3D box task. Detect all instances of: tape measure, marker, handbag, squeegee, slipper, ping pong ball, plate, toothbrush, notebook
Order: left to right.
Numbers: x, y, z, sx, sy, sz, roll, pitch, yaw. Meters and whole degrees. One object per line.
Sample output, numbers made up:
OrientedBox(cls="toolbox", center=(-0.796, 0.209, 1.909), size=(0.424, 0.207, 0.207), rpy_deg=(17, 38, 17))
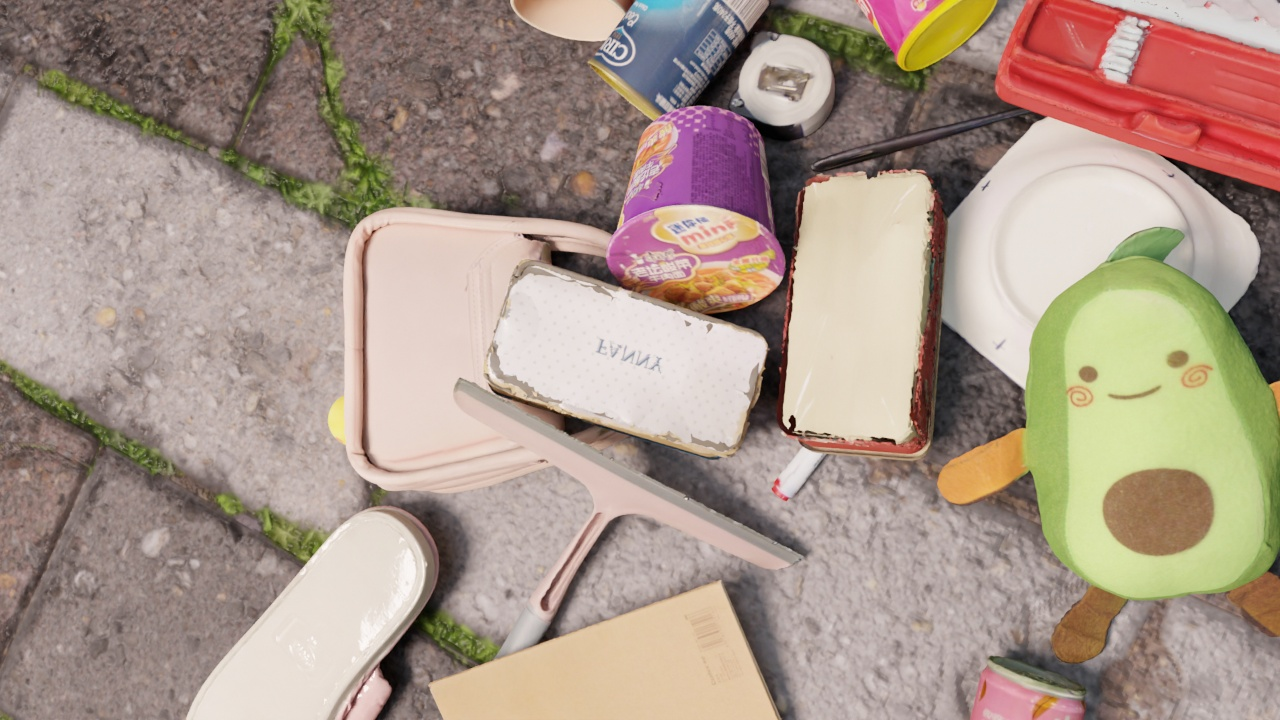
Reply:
OrientedBox(cls="slipper", center=(-0.232, 0.220, 0.653), size=(0.114, 0.054, 0.274), rpy_deg=(36, 96, 16))
OrientedBox(cls="ping pong ball", center=(-0.209, 0.043, 0.675), size=(0.040, 0.040, 0.040), rpy_deg=(-2, 83, 15))
OrientedBox(cls="handbag", center=(-0.083, -0.011, 0.636), size=(0.234, 0.093, 0.193), rpy_deg=(-6, 82, 6))
OrientedBox(cls="squeegee", center=(-0.065, 0.165, 0.616), size=(0.247, 0.040, 0.250), rpy_deg=(29, 103, -10))
OrientedBox(cls="notebook", center=(-0.016, 0.243, 0.594), size=(0.212, 0.012, 0.149), rpy_deg=(-22, 94, 11))
OrientedBox(cls="tape measure", center=(0.099, -0.185, 0.624), size=(0.066, 0.033, 0.065), rpy_deg=(18, 90, 16))
OrientedBox(cls="marker", center=(0.135, 0.032, 0.597), size=(0.017, 0.017, 0.145), rpy_deg=(39, 94, 16))
OrientedBox(cls="toothbrush", center=(0.201, -0.153, 0.602), size=(0.181, 0.015, 0.018), rpy_deg=(-15, 74, 12))
OrientedBox(cls="plate", center=(0.272, -0.061, 0.563), size=(0.164, 0.034, 0.164), rpy_deg=(42, 95, 15))

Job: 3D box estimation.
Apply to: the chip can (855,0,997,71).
OrientedBox(cls="chip can", center=(0.143, -0.294, 0.605), size=(0.071, 0.071, 0.210), rpy_deg=(-34, 76, 9))

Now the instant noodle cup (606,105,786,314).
OrientedBox(cls="instant noodle cup", center=(0.036, -0.100, 0.589), size=(0.112, 0.111, 0.099), rpy_deg=(-5, 59, 14))

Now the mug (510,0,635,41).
OrientedBox(cls="mug", center=(-0.026, -0.291, 0.651), size=(0.114, 0.082, 0.106), rpy_deg=(10, 84, -11))

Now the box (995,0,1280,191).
OrientedBox(cls="box", center=(0.324, -0.189, 0.524), size=(0.201, 0.098, 0.118), rpy_deg=(23, 79, 13))

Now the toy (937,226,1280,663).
OrientedBox(cls="toy", center=(0.282, 0.056, 0.507), size=(0.227, 0.089, 0.247), rpy_deg=(-14, 100, 18))

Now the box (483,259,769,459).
OrientedBox(cls="box", center=(-0.004, 0.003, 0.581), size=(0.184, 0.061, 0.089), rpy_deg=(20, 82, -7))

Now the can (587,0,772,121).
OrientedBox(cls="can", center=(0.028, -0.222, 0.621), size=(0.075, 0.075, 0.111), rpy_deg=(41, 99, 16))

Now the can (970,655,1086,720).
OrientedBox(cls="can", center=(0.212, 0.252, 0.529), size=(0.058, 0.058, 0.147), rpy_deg=(14, 87, 16))

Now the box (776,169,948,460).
OrientedBox(cls="box", center=(0.137, -0.029, 0.559), size=(0.091, 0.076, 0.168), rpy_deg=(2, 78, 26))
